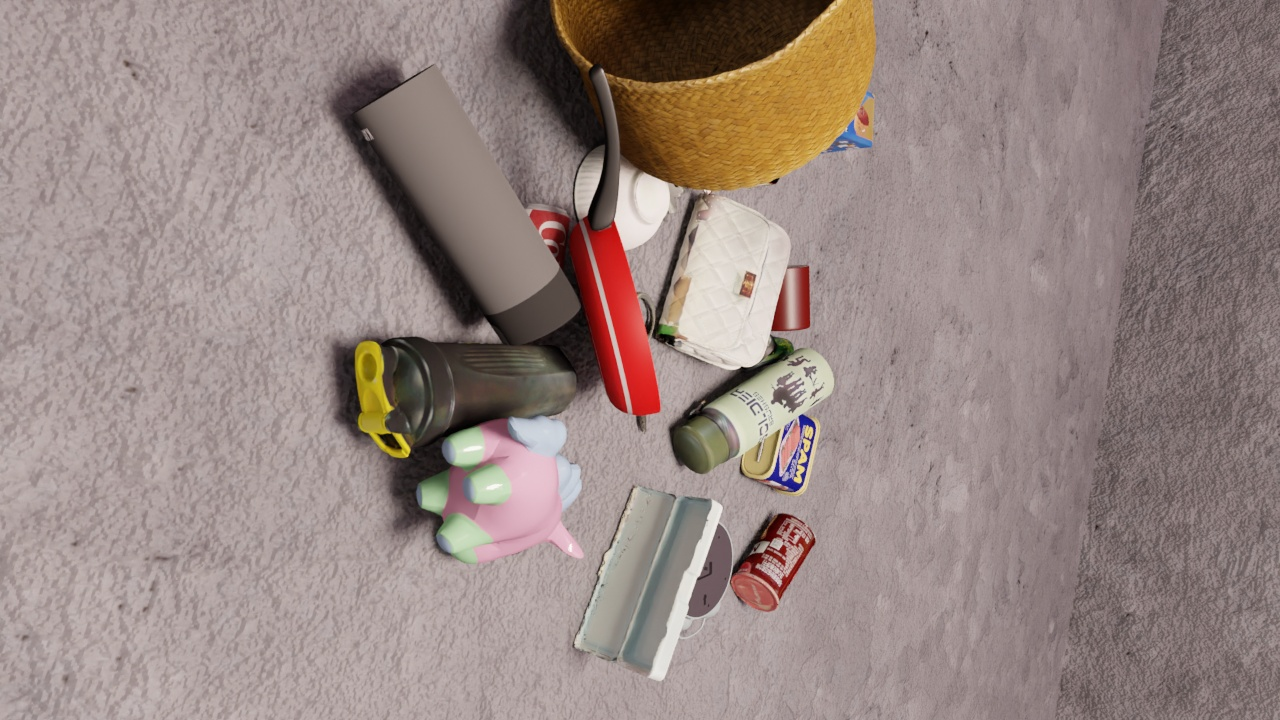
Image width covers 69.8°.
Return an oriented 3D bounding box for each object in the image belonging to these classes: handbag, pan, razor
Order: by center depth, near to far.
[{"bbox_3d":[-0.033,-0.102,0.869,0.067,0.208,0.357,-14,129,-3],"label":"pan"},{"bbox_3d":[0.105,-0.093,1.111,0.138,0.073,0.194,21,75,-22],"label":"handbag"},{"bbox_3d":[0.169,-0.016,1.219,0.151,0.067,0.054,0,74,-54],"label":"razor"}]

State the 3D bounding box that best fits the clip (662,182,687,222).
[{"bbox_3d":[0.026,-0.202,1.044,0.050,0.058,0.102,-41,123,-23],"label":"clip"}]

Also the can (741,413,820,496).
[{"bbox_3d":[0.193,0.120,1.267,0.092,0.057,0.116,27,74,-46],"label":"can"}]

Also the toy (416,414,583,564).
[{"bbox_3d":[-0.111,0.113,0.833,0.170,0.120,0.223,-10,146,-41],"label":"toy"}]

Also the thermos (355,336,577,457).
[{"bbox_3d":[-0.155,0.026,0.833,0.220,0.098,0.098,-3,96,-54],"label":"thermos"}]

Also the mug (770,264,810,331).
[{"bbox_3d":[0.193,-0.087,1.242,0.105,0.073,0.082,-39,127,-75],"label":"mug"}]

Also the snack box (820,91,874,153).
[{"bbox_3d":[0.169,-0.300,1.117,0.202,0.155,0.069,0,91,-49],"label":"snack box"}]

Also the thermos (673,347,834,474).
[{"bbox_3d":[0.141,0.062,1.166,0.230,0.082,0.082,-29,116,-31],"label":"thermos"}]

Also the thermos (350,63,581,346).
[{"bbox_3d":[-0.147,-0.128,0.801,0.082,0.082,0.240,-48,118,-35],"label":"thermos"}]

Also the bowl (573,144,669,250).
[{"bbox_3d":[-0.010,-0.177,0.997,0.117,0.062,0.118,-6,99,-49],"label":"bowl"}]

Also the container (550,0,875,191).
[{"bbox_3d":[0.080,-0.315,0.896,0.306,0.307,0.197,-65,152,-21],"label":"container"}]

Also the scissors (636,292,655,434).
[{"bbox_3d":[0.004,0.000,1.067,0.120,0.013,0.171,-49,125,-31],"label":"scissors"}]

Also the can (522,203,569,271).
[{"bbox_3d":[-0.101,-0.102,0.906,0.054,0.054,0.096,10,87,-49],"label":"can"}]

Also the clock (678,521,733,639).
[{"bbox_3d":[0.063,0.268,1.143,0.122,0.045,0.159,-8,101,-48],"label":"clock"}]

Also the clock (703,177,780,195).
[{"bbox_3d":[0.092,-0.232,1.056,0.154,0.115,0.065,7,84,-24],"label":"clock"}]

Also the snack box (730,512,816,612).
[{"bbox_3d":[0.184,0.276,1.262,0.121,0.072,0.072,-48,127,-36],"label":"snack box"}]

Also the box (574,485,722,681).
[{"bbox_3d":[0.010,0.239,1.007,0.040,0.135,0.196,35,68,-34],"label":"box"}]
